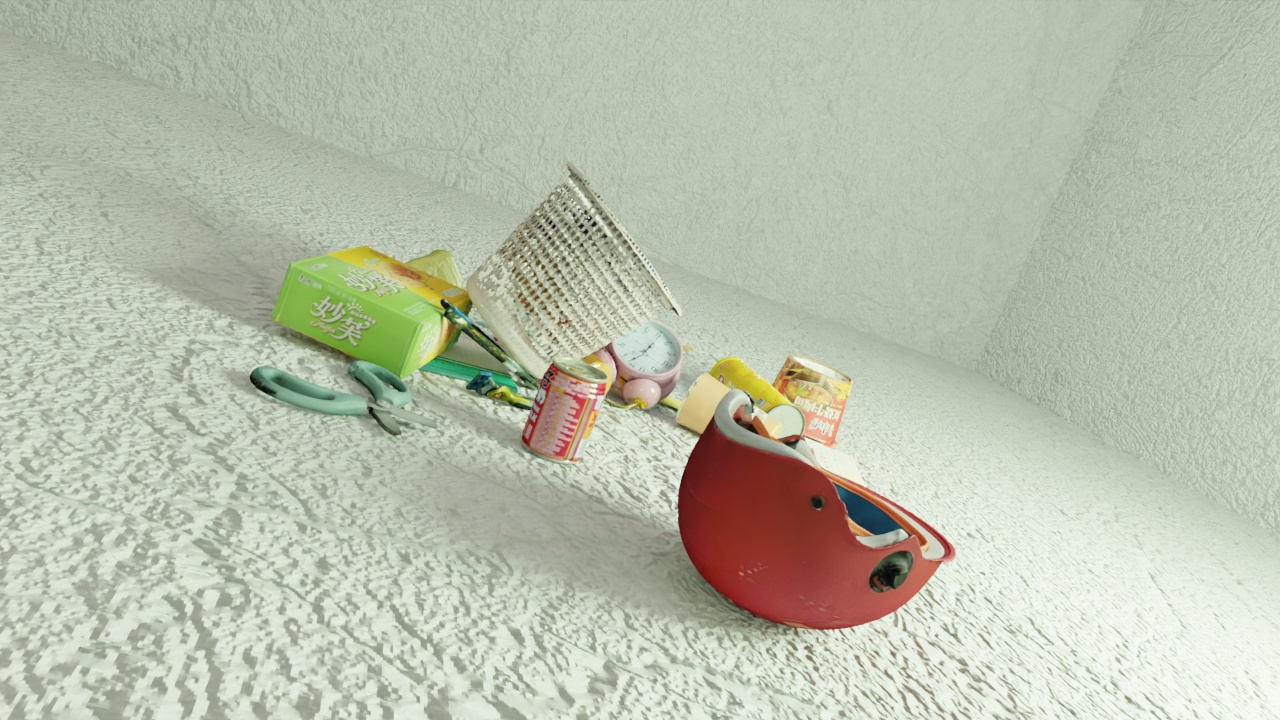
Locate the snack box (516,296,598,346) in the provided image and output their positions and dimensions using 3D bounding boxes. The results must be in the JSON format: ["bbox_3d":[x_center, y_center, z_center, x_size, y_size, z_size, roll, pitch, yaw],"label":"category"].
[{"bbox_3d":[-0.135,-0.063,1.457,0.113,0.044,0.127,23,11,8],"label":"snack box"}]

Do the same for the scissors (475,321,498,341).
[{"bbox_3d":[-0.183,-0.035,1.327,0.133,0.017,0.135,19,13,13],"label":"scissors"}]

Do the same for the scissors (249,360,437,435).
[{"bbox_3d":[-0.281,0.028,0.860,0.178,0.019,0.170,15,14,-33],"label":"scissors"}]

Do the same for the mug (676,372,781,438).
[{"bbox_3d":[0.118,0.078,1.200,0.123,0.078,0.078,29,14,18],"label":"mug"}]

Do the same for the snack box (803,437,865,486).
[{"bbox_3d":[0.255,0.147,1.233,0.077,0.027,0.155,22,12,2],"label":"snack box"}]

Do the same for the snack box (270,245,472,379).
[{"bbox_3d":[-0.295,-0.062,1.048,0.157,0.070,0.209,24,13,0],"label":"snack box"}]

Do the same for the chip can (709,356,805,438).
[{"bbox_3d":[0.169,0.061,1.369,0.072,0.072,0.213,17,14,-21],"label":"chip can"}]

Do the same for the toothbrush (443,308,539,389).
[{"bbox_3d":[-0.151,0.002,1.040,0.186,0.012,0.017,43,13,-30],"label":"toothbrush"}]

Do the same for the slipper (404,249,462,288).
[{"bbox_3d":[-0.306,-0.097,1.264,0.082,0.092,0.190,-17,15,15],"label":"slipper"}]

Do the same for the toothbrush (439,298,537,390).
[{"bbox_3d":[-0.171,-0.015,1.066,0.189,0.014,0.016,48,6,-45],"label":"toothbrush"}]

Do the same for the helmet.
[{"bbox_3d":[0.130,0.144,0.761,0.240,0.144,0.207,31,7,-24],"label":"helmet"}]

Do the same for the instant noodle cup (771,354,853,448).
[{"bbox_3d":[0.263,0.059,1.444,0.138,0.109,0.137,20,11,-4],"label":"instant noodle cup"}]

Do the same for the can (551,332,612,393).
[{"bbox_3d":[-0.101,0.001,1.194,0.058,0.058,0.146,9,17,-45],"label":"can"}]

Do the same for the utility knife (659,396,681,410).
[{"bbox_3d":[0.045,0.057,1.292,0.213,0.022,0.031,26,10,-11],"label":"utility knife"}]

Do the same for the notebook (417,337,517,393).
[{"bbox_3d":[-0.259,-0.014,1.106,0.209,0.012,0.150,16,14,-24],"label":"notebook"}]

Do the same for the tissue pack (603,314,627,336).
[{"bbox_3d":[0.000,-0.016,1.380,0.090,0.063,0.140,41,4,-19],"label":"tissue pack"}]

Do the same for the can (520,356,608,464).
[{"bbox_3d":[-0.076,0.050,0.930,0.066,0.094,0.066,20,12,-5],"label":"can"}]

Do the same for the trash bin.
[{"bbox_3d":[-0.091,-0.091,1.101,0.227,0.192,0.227,53,1,-2],"label":"trash bin"}]

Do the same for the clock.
[{"bbox_3d":[-0.007,0.007,1.239,0.117,0.060,0.158,35,53,8],"label":"clock"}]

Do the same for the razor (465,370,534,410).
[{"bbox_3d":[-0.126,0.047,1.041,0.142,0.022,0.043,19,-32,-27],"label":"razor"}]
